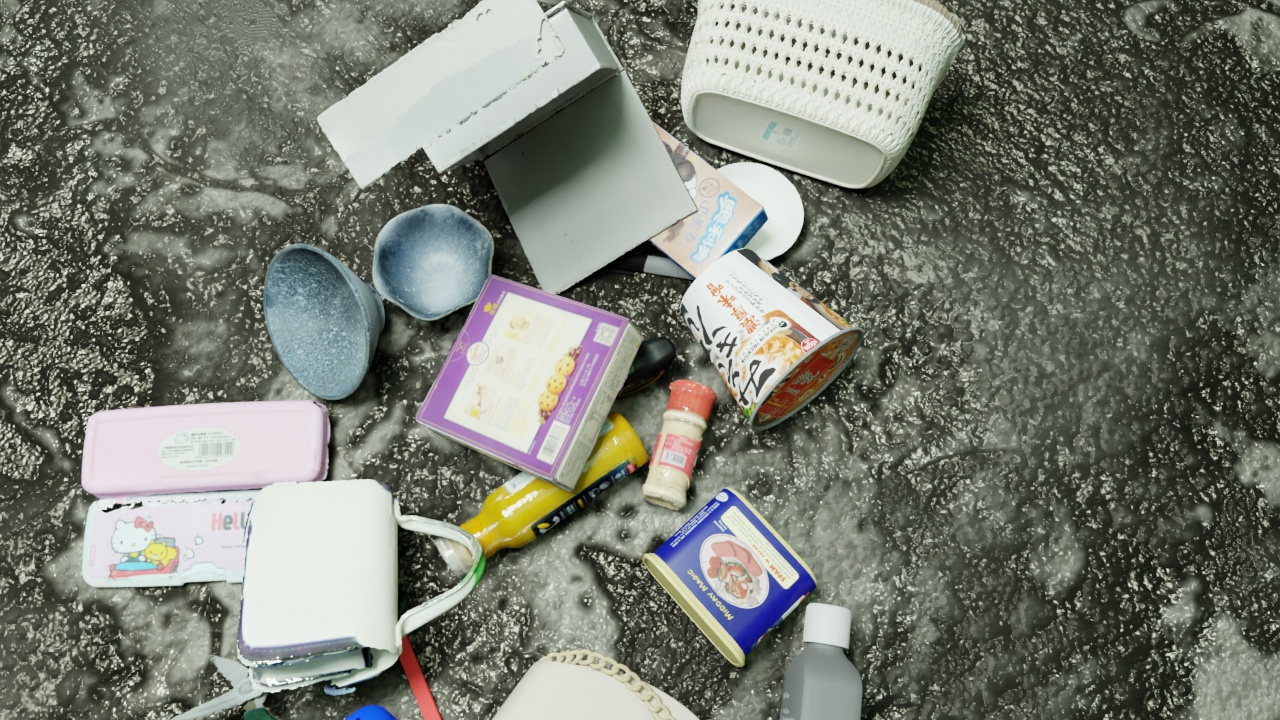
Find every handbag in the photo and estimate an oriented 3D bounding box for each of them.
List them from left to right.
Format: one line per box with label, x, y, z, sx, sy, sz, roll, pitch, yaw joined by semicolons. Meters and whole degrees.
handbag;-0.207;0.168;0.702;0.176;0.074;0.151;-5;49;-11
handbag;-0.038;0.345;0.677;0.208;0.104;0.210;35;63;8

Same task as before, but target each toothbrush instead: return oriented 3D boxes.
toothbrush;-0.154;0.307;0.727;0.012;0.018;0.212;-26;71;-10

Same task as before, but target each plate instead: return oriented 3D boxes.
plate;0.101;-0.137;0.873;0.104;0.026;0.104;1;72;-3

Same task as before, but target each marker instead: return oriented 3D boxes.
marker;0.028;-0.085;0.861;0.138;0.016;0.022;10;103;0

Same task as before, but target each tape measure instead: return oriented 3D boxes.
tape measure;-0.005;0.005;0.804;0.061;0.061;0.034;-22;75;-26

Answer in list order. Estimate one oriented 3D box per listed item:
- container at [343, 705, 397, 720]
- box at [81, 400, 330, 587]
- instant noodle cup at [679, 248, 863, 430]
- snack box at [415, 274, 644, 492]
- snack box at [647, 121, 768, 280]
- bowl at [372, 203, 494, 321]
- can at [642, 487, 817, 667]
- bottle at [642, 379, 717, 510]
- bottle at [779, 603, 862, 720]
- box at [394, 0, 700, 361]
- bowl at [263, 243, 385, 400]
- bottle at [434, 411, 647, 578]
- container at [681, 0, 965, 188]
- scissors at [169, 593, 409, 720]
container;-0.212;0.318;0.677;0.114;0.096;0.058;-39;37;-15
box;-0.364;0.110;0.769;0.201;0.038;0.152;-3;73;-3
instant noodle cup;0.105;-0.025;0.796;0.123;0.124;0.121;-35;67;-13
snack box;-0.093;0.015;0.761;0.148;0.040;0.143;19;77;27
snack box;0.033;-0.146;0.846;0.151;0.034;0.087;42;94;21
bowl;-0.183;-0.081;0.829;0.110;0.055;0.110;1;71;-2
can;0.074;0.175;0.755;0.092;0.057;0.116;-40;78;-15
bottle;0.033;0.072;0.794;0.044;0.044;0.109;16;72;3
bottle;0.137;0.278;0.709;0.046;0.084;0.173;10;71;1
box;-0.030;-0.135;0.875;0.168;0.422;0.173;-29;37;13
bowl;-0.263;-0.038;0.801;0.137;0.137;0.057;49;36;12
bottle;-0.083;0.114;0.770;0.186;0.053;0.053;-33;76;-12
container;0.154;-0.263;0.842;0.246;0.184;0.142;19;82;5
scissors;-0.259;0.256;0.683;0.201;0.015;0.202;-23;34;-13
